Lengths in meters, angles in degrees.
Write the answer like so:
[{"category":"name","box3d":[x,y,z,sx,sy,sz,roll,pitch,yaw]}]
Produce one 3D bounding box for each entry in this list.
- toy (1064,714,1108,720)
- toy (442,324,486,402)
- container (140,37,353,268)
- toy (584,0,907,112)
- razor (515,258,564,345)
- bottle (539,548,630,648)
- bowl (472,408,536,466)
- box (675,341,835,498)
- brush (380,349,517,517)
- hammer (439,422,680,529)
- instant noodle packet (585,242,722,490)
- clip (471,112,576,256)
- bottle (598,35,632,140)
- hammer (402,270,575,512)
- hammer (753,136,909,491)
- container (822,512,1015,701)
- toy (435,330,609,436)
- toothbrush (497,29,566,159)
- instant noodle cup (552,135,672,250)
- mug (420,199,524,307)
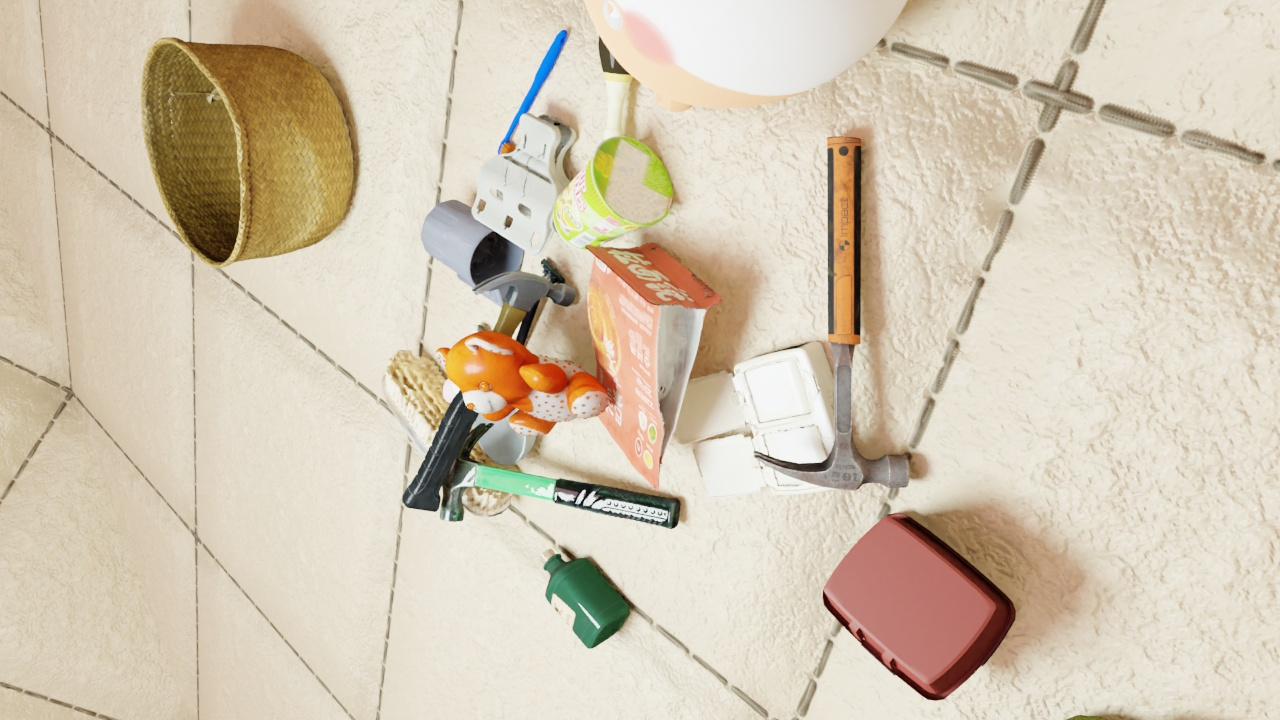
[{"category":"toy","box3d":[0.385,0.368,0.747,0.180,0.078,0.152,-34,78,45]},{"category":"toy","box3d":[-0.226,0.013,1.219,0.123,0.038,0.079,-44,50,29]},{"category":"container","box3d":[-0.563,-0.307,1.330,0.307,0.196,0.307,15,114,37]},{"category":"toy","box3d":[0.067,-0.322,0.707,0.282,0.265,0.262,-29,80,59]},{"category":"razor","box3d":[-0.135,-0.058,1.131,0.043,0.022,0.145,47,129,24]},{"category":"bottle","box3d":[-0.080,0.291,1.159,0.131,0.061,0.061,44,130,24]},{"category":"bowl","box3d":[-0.171,0.081,1.194,0.106,0.039,0.106,14,112,39]},{"category":"box","box3d":[0.118,0.069,0.922,0.184,0.050,0.143,-18,90,43]},{"category":"brush","box3d":[-0.264,0.097,1.253,0.271,0.083,0.057,49,130,21]},{"category":"hammer","box3d":[-0.102,0.156,1.106,0.319,0.032,0.130,7,88,25]},{"category":"instant noodle packet","box3d":[-0.006,0.006,0.961,0.164,0.083,0.221,45,133,51]},{"category":"clip","box3d":[-0.118,-0.207,1.058,0.126,0.095,0.152,32,101,27]},{"category":"bottle","box3d":[-0.021,-0.306,0.937,0.045,0.045,0.185,22,117,36]},{"category":"hammer","box3d":[-0.201,0.040,1.094,0.333,0.117,0.025,-61,39,16]},{"category":"hammer","box3d":[0.169,-0.039,0.823,0.138,0.035,0.314,-1,97,5]},{"category":"container","box3d":[0.244,0.221,0.823,0.148,0.201,0.127,41,90,26]},{"category":"toy","box3d":[-0.137,0.027,1.015,0.164,0.172,0.092,-20,50,53]},{"category":"toothbrush","box3d":[-0.124,-0.301,1.053,0.018,0.016,0.183,50,130,13]},{"category":"instant noodle cup","box3d":[-0.037,-0.168,0.966,0.108,0.098,0.099,-25,86,51]},{"category":"mug","box3d":[-0.206,-0.130,1.146,0.104,0.083,0.124,31,149,33]}]
